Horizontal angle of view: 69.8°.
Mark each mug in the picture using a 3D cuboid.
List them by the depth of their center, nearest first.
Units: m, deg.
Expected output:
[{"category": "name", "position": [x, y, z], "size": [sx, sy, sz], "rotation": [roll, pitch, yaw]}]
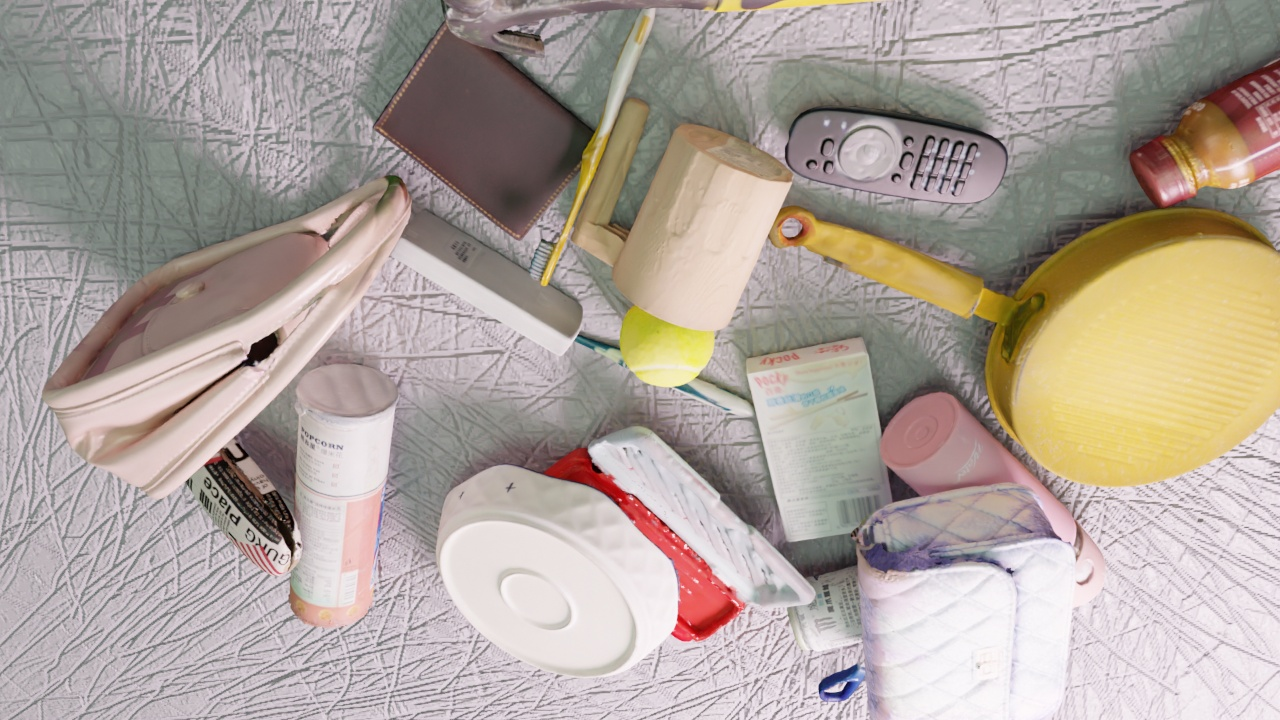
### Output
[{"category": "mug", "position": [0.023, -0.094, 0.582], "size": [0.125, 0.084, 0.104], "rotation": [34, 119, 18]}]

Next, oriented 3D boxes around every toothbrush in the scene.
[{"category": "toothbrush", "position": [-0.031, -0.135, 0.575], "size": [0.018, 0.016, 0.192], "rotation": [22, 107, -4]}, {"category": "toothbrush", "position": [-0.004, 0.004, 0.665], "size": [0.191, 0.018, 0.016], "rotation": [23, 119, -6]}]

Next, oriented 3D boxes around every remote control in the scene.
[{"category": "remote control", "position": [0.158, -0.129, 0.571], "size": [0.136, 0.024, 0.053], "rotation": [10, 125, -1]}, {"category": "remote control", "position": [-0.101, -0.052, 0.623], "size": [0.135, 0.056, 0.019], "rotation": [31, 118, -12]}]

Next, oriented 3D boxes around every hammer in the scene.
[{"category": "hammer", "position": [0.057, -0.202, 0.496], "size": [0.323, 0.126, 0.032], "rotation": [-7, 98, -6]}]

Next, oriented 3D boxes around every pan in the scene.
[{"category": "pan", "position": [0.253, -0.030, 0.597], "size": [0.357, 0.078, 0.198], "rotation": [14, 120, -12]}]

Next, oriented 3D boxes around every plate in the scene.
[{"category": "plate", "position": [-0.072, 0.173, 0.716], "size": [0.205, 0.045, 0.205], "rotation": [14, 129, 18]}]

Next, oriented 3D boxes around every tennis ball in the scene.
[{"category": "tennis ball", "position": [0.018, -0.015, 0.625], "size": [0.065, 0.065, 0.066], "rotation": [3, 119, 5]}]

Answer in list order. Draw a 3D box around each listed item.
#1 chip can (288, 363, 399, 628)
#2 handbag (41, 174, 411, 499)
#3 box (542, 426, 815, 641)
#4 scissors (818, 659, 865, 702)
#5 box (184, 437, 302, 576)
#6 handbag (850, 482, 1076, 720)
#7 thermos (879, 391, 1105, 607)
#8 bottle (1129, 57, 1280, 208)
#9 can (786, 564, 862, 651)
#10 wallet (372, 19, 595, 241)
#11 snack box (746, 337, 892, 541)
[{"category": "chip can", "position": [-0.236, 0.111, 0.718], "size": [0.071, 0.071, 0.215], "rotation": [14, 119, -2]}, {"category": "handbag", "position": [-0.237, -0.038, 0.580], "size": [0.234, 0.193, 0.093], "rotation": [-31, 118, 11]}, {"category": "box", "position": [0.021, 0.137, 0.714], "size": [0.201, 0.058, 0.162], "rotation": [44, 129, -16]}, {"category": "scissors", "position": [0.198, 0.244, 0.742], "size": [0.132, 0.012, 0.173], "rotation": [14, 138, -24]}, {"category": "box", "position": [-0.315, 0.096, 0.709], "size": [0.164, 0.052, 0.069], "rotation": [46, 118, 11]}, {"category": "handbag", "position": [0.218, 0.180, 0.624], "size": [0.134, 0.075, 0.194], "rotation": [-11, 121, 4]}, {"category": "thermos", "position": [0.253, 0.114, 0.661], "size": [0.198, 0.067, 0.087], "rotation": [42, 85, -22]}, {"category": "bottle", "position": [0.374, -0.146, 0.520], "size": [0.175, 0.057, 0.057], "rotation": [-28, 112, 20]}, {"category": "can", "position": [0.191, 0.186, 0.721], "size": [0.147, 0.058, 0.058], "rotation": [-18, 115, 16]}, {"category": "wallet", "position": [-0.100, -0.146, 0.593], "size": [0.122, 0.020, 0.097], "rotation": [38, 120, -15]}, {"category": "snack box", "position": [0.135, 0.062, 0.677], "size": [0.085, 0.026, 0.157], "rotation": [-11, 117, 12]}]
